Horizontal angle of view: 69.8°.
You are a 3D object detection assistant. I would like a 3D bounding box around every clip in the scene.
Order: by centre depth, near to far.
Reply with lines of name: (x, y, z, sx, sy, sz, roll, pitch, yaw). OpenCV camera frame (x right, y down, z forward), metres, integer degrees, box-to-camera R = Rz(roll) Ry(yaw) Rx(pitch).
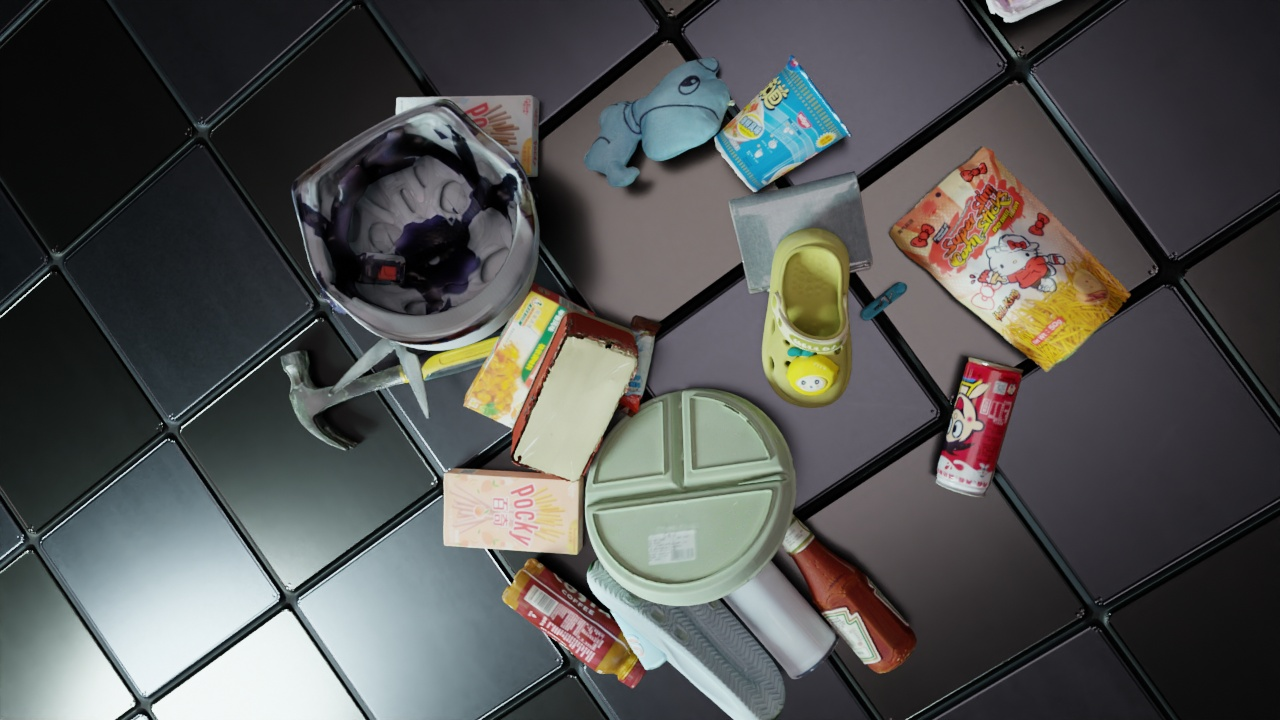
clip: (0.249, -0.061, 0.940, 0.057, 0.046, 0.014, -41, 89, 14)

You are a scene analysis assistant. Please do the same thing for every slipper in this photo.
slipper: (0.166, -0.034, 0.912, 0.092, 0.081, 0.191, 2, 111, 11)
slipper: (0.045, 0.292, 0.968, 0.245, 0.103, 0.074, 41, 127, 10)

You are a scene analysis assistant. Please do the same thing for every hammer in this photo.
hammer: (-0.244, 0.010, 1.028, 0.324, 0.032, 0.126, -16, 92, 11)

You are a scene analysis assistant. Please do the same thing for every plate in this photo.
plate: (0.043, 0.131, 0.933, 0.231, 0.027, 0.229, -11, 62, 22)

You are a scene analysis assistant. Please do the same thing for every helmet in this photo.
helmet: (-0.209, -0.115, 0.931, 0.229, 0.146, 0.258, -36, 75, -7)

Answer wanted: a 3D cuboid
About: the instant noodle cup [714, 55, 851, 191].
instant noodle cup: (0.137, -0.229, 0.915, 0.110, 0.099, 0.099, -36, 88, 20)

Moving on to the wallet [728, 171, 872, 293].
wallet: (0.165, -0.127, 0.940, 0.130, 0.037, 0.106, -11, 104, 12)

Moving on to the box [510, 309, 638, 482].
box: (-0.067, 0.043, 0.947, 0.091, 0.077, 0.169, 20, 114, -15)

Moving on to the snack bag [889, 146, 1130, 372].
snack bag: (0.363, -0.098, 0.903, 0.129, 0.073, 0.208, -45, 79, 11)

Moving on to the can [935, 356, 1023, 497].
can: (0.338, 0.066, 0.918, 0.053, 0.053, 0.133, 15, 97, 8)

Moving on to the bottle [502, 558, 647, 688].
bottle: (-0.067, 0.290, 1.006, 0.175, 0.057, 0.057, 36, 99, 5)

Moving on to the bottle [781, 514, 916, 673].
bottle: (0.199, 0.229, 0.955, 0.060, 0.059, 0.206, -42, 83, 10)

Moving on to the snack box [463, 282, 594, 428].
snack box: (-0.120, -0.001, 0.980, 0.077, 0.027, 0.156, 27, 111, -17)

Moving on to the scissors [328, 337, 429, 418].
scissors: (-0.252, -0.045, 1.004, 0.221, 0.022, 0.230, -25, 72, 0)

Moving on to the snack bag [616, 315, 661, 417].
snack bag: (-0.006, 0.006, 0.983, 0.048, 0.026, 0.104, 22, 102, 48)

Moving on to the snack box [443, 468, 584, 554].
snack box: (-0.142, 0.168, 1.025, 0.157, 0.026, 0.084, 2, 95, 10)

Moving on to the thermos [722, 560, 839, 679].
thermos: (0.107, 0.228, 0.967, 0.073, 0.073, 0.224, -42, 86, 10)

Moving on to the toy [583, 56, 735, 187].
toy: (0.023, -0.246, 0.941, 0.156, 0.050, 0.161, 12, 74, 29)

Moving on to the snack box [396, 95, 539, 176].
snack box: (-0.189, -0.244, 1.000, 0.157, 0.026, 0.085, 2, 95, 11)

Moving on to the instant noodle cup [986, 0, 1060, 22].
instant noodle cup: (0.369, -0.419, 0.871, 0.138, 0.060, 0.173, -23, 92, 11)
